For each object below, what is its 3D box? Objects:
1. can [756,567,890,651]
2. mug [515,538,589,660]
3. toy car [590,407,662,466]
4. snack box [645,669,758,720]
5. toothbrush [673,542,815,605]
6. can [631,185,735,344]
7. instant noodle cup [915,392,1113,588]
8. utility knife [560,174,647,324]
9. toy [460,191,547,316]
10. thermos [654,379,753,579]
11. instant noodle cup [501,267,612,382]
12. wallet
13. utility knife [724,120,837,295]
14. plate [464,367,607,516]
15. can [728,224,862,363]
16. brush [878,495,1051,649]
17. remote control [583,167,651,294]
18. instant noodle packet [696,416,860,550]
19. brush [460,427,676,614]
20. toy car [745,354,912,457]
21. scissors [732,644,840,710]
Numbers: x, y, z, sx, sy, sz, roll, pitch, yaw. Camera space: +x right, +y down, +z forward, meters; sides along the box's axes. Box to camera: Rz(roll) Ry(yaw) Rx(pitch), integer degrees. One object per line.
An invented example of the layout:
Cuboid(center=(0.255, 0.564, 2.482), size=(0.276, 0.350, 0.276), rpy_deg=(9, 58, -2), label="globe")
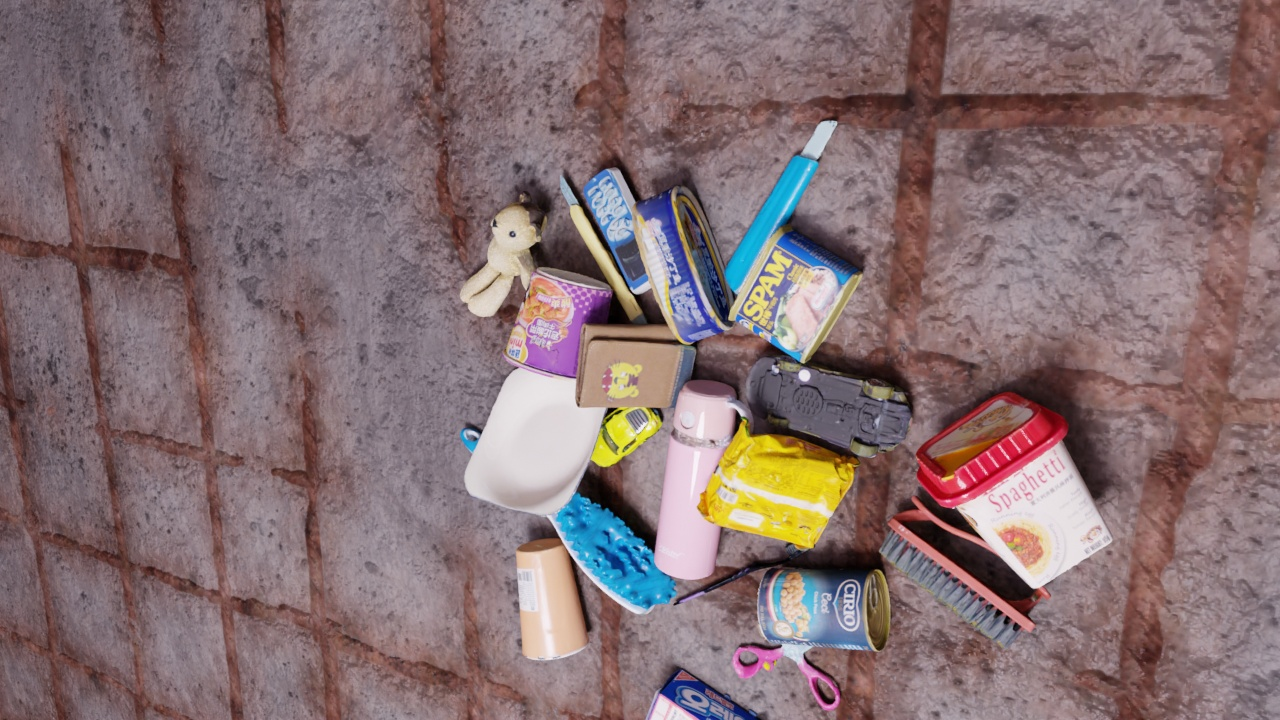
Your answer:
Cuboid(center=(0.176, 0.239, 0.887), size=(0.111, 0.075, 0.075), rpy_deg=(-6, 99, 31), label="can")
Cuboid(center=(-0.107, 0.272, 1.058), size=(0.078, 0.078, 0.123), rpy_deg=(-7, 94, 30), label="mug")
Cuboid(center=(-0.023, 0.078, 0.986), size=(0.105, 0.032, 0.048), rpy_deg=(-40, 82, 32), label="toy car")
Cuboid(center=(0.107, 0.416, 0.981), size=(0.207, 0.057, 0.058), rpy_deg=(28, 116, 21), label="snack box")
Cuboid(center=(0.103, 0.223, 0.961), size=(0.189, 0.014, 0.016), rpy_deg=(-32, 78, 32), label="toothbrush")
Cuboid(center=(0.042, -0.092, 0.883), size=(0.049, 0.074, 0.148), rpy_deg=(-19, 92, 29), label="can")
Cuboid(center=(0.309, 0.107, 0.755), size=(0.116, 0.116, 0.124), rpy_deg=(-37, 94, 7), label="instant noodle cup")
Cuboid(center=(-0.043, -0.111, 0.956), size=(0.183, 0.019, 0.031), rpy_deg=(56, 150, 2), label="utility knife")
Cuboid(center=(-0.150, -0.110, 0.992), size=(0.158, 0.066, 0.105), rpy_deg=(-51, 53, 39), label="toy")
Cuboid(center=(0.065, 0.122, 0.925), size=(0.087, 0.067, 0.199), rpy_deg=(22, 112, 36), label="thermos")
Cuboid(center=(-0.081, -0.040, 0.951), size=(0.112, 0.111, 0.099), rpy_deg=(19, 103, 24), label="instant noodle cup")
Cuboid(center=(-0.005, 0.005, 0.917), size=(0.033, 0.115, 0.090), rpy_deg=(-134, 48, -63), label="wallet")
Cuboid(center=(0.130, -0.142, 0.853), size=(0.034, 0.018, 0.182), rpy_deg=(48, 121, 35), label="utility knife")
Cuboid(center=(-0.106, 0.088, 0.999), size=(0.164, 0.034, 0.163), rpy_deg=(8, 69, 39), label="plate")
Cuboid(center=(0.143, -0.060, 0.845), size=(0.083, 0.057, 0.102), rpy_deg=(34, 116, 16), label="can")
Cuboid(center=(0.287, 0.186, 0.823), size=(0.146, 0.063, 0.069), rpy_deg=(37, 94, 19), label="brush")
Cuboid(center=(-0.014, -0.132, 0.930), size=(0.049, 0.024, 0.125), rpy_deg=(-28, 87, 46), label="remote control")
Cuboid(center=(0.128, 0.118, 0.873), size=(0.128, 0.044, 0.111), rpy_deg=(19, 110, -14), label="instant noodle packet")
Cuboid(center=(-0.092, 0.168, 1.027), size=(0.314, 0.060, 0.110), rpy_deg=(44, 153, 10), label="brush")
Cuboid(center=(0.174, 0.038, 0.859), size=(0.158, 0.042, 0.070), rpy_deg=(18, 110, 25), label="toy car")
Cuboid(center=(0.156, 0.308, 0.952), size=(0.134, 0.017, 0.134), rpy_deg=(-37, 79, 27), label="scissors")
